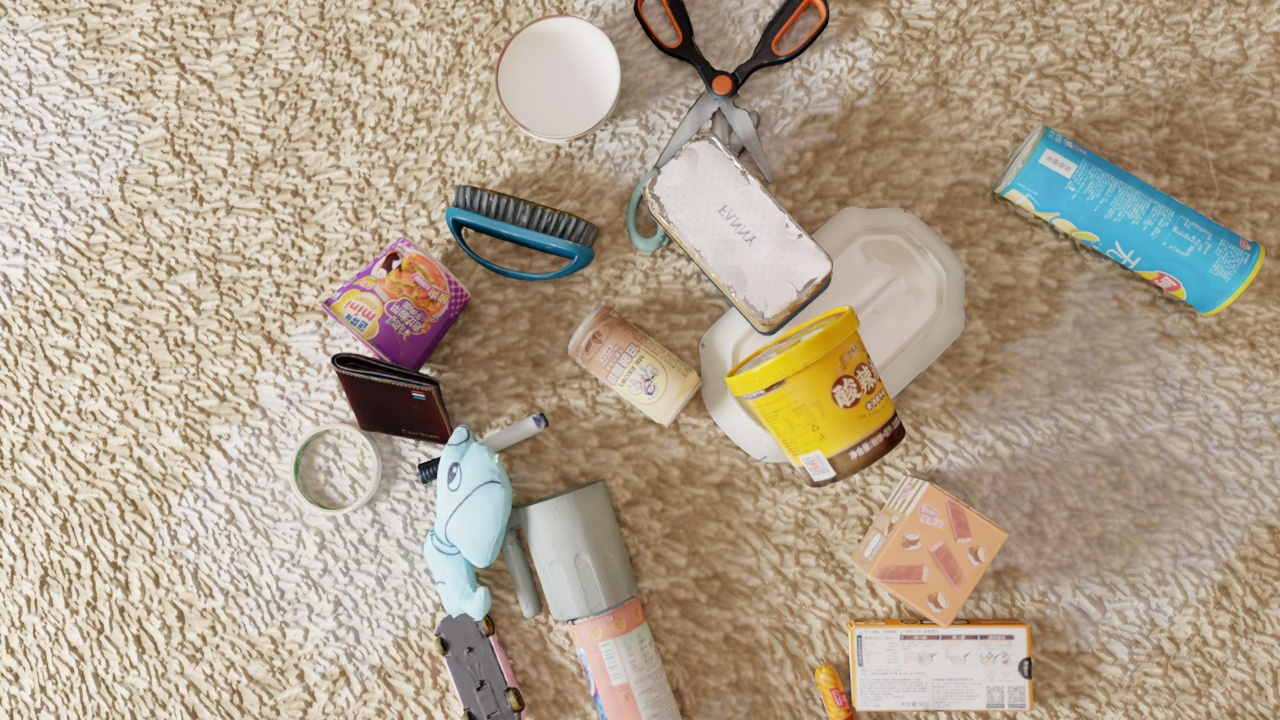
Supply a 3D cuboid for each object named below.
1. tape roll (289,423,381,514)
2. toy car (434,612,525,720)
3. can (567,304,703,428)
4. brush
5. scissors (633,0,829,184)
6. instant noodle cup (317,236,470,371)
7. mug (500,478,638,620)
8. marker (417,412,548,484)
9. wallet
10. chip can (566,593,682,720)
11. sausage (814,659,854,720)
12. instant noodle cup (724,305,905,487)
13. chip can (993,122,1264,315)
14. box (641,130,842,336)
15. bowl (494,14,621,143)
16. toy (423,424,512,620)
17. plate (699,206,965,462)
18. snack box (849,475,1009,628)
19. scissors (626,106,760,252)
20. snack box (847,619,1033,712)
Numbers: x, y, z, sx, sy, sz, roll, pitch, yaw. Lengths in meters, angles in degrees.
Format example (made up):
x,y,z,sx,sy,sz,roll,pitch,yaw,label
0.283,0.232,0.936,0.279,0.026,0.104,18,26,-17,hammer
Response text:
x,y,z,sx,sy,sz,roll,pitch,yaw,label
-0.287,0.102,0.863,0.086,0.014,0.085,0,86,5,tape roll
-0.144,0.284,0.832,0.056,0.037,0.122,-26,72,0,toy car
-0.005,0.005,0.825,0.116,0.058,0.058,37,90,6,can
-0.112,-0.112,0.842,0.144,0.055,0.073,18,87,5,brush
0.081,-0.270,0.850,0.221,0.022,0.233,-33,81,1,scissors
-0.215,-0.050,0.824,0.111,0.111,0.099,40,83,6,instant noodle cup
-0.071,0.171,0.817,0.124,0.083,0.103,-21,86,30,mug
-0.147,0.080,0.851,0.131,0.018,0.023,-26,120,3,marker
-0.215,0.038,0.812,0.096,0.122,0.020,14,60,5,wallet
0.002,0.316,0.799,0.071,0.071,0.214,-20,85,3,chip can
0.187,0.343,0.808,0.021,0.021,0.165,-20,86,3,sausage
0.147,0.032,0.752,0.118,0.118,0.114,-31,92,2,instant noodle cup
0.418,-0.123,0.794,0.210,0.071,0.071,32,89,6,chip can
0.088,-0.104,0.793,0.090,0.062,0.184,-39,83,2,box
-0.072,-0.251,0.844,0.113,0.062,0.113,0,88,4,bowl
-0.152,0.142,0.809,0.157,0.049,0.161,-43,59,36,toy
0.173,-0.025,0.825,0.266,0.034,0.162,-41,84,1,plate
0.242,0.159,0.779,0.077,0.093,0.094,33,89,5,snack box
0.079,-0.151,0.848,0.172,0.019,0.176,39,87,7,scissors
0.262,0.267,0.805,0.154,0.026,0.075,-2,87,5,snack box
